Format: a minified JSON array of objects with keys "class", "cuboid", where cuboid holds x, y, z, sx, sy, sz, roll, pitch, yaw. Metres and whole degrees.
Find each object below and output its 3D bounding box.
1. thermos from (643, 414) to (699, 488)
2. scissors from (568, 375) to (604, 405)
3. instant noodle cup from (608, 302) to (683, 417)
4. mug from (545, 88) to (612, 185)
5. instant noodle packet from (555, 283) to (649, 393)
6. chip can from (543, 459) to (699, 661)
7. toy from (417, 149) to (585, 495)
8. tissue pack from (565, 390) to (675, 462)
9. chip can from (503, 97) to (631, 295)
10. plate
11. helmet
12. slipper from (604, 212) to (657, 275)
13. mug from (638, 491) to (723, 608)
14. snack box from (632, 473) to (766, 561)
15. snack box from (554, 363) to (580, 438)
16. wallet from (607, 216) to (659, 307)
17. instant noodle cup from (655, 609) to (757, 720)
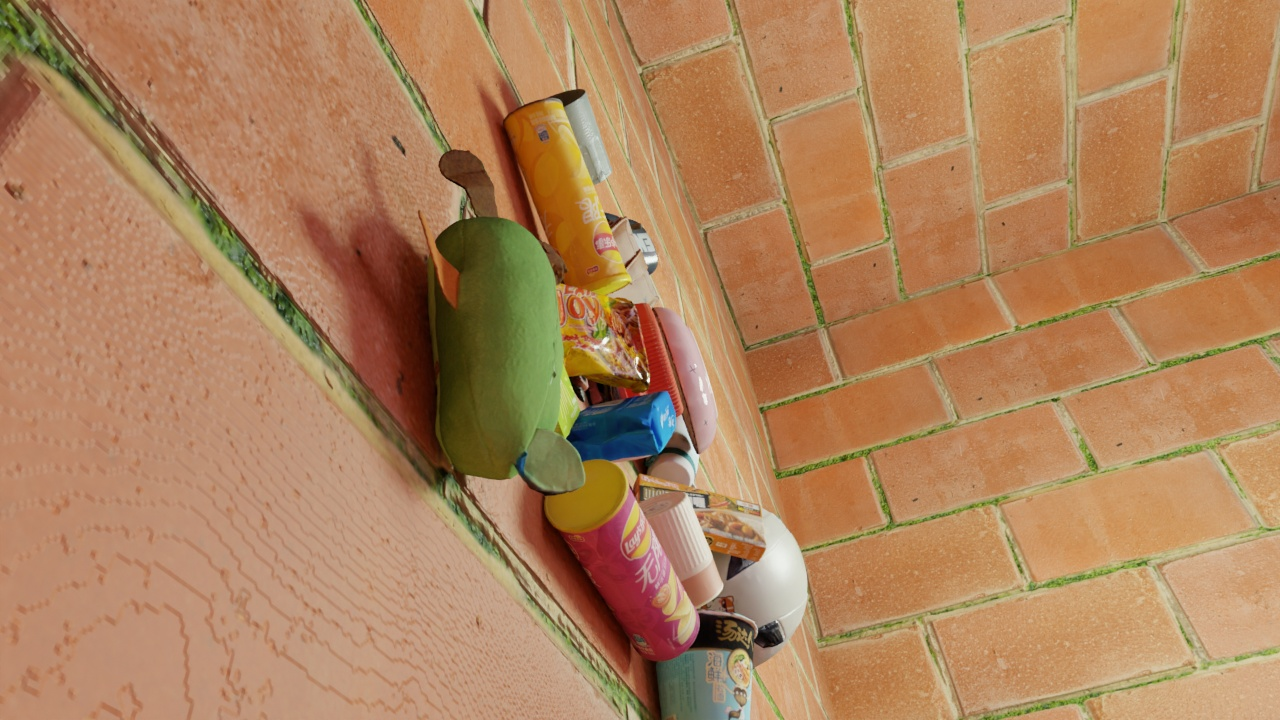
[{"class":"thermos","cuboid":[0.045,0.119,1.234,0.224,0.073,0.073,-66,138,-75]},{"class":"scissors","cuboid":[-0.069,-0.037,1.022,0.201,0.015,0.206,-69,140,-74]},{"class":"instant noodle cup","cuboid":[-0.006,0.006,1.072,0.188,0.079,0.164,-110,-178,-70]},{"class":"mug","cuboid":[-0.096,-0.253,1.099,0.123,0.084,0.103,-54,132,-44]},{"class":"instant noodle packet","cuboid":[-0.049,-0.026,0.912,0.128,0.044,0.110,12,54,-43]},{"class":"chip can","cuboid":[-0.010,0.180,0.800,0.071,0.071,0.211,-95,165,-50]},{"class":"toy","cuboid":[-0.098,-0.023,0.627,0.227,0.090,0.246,60,19,-48]},{"class":"tissue pack","cuboid":[-0.018,0.068,0.891,0.157,0.095,0.052,-28,106,-80]},{"class":"chip can","cuboid":[-0.079,-0.170,0.991,0.072,0.072,0.213,0,70,-79]},{"class":"plate","cuboid":[0.060,0.020,1.145,0.192,0.039,0.192,158,-85,-89]},{"class":"helmet","cuboid":[0.127,0.274,1.147,0.274,0.157,0.230,3,69,-79]},{"class":"slipper","cuboid":[-0.021,-0.163,1.304,0.268,0.083,0.110,-11,82,-80]},{"class":"mug","cuboid":[0.021,0.205,0.947,0.114,0.082,0.106,-27,99,-50]},{"class":"snack box","cuboid":[0.066,0.179,1.047,0.075,0.153,0.026,-90,-162,-58]},{"class":"snack box","cuboid":[-0.096,-0.011,0.797,0.085,0.026,0.156,-66,137,-76]},{"class":"wallet","cuboid":[-0.028,-0.108,1.179,0.118,0.035,0.131,-45,125,-33]},{"class":"instant noodle cup","cuboid":[0.064,0.321,0.894,0.111,0.111,0.120,61,22,-48]}]
